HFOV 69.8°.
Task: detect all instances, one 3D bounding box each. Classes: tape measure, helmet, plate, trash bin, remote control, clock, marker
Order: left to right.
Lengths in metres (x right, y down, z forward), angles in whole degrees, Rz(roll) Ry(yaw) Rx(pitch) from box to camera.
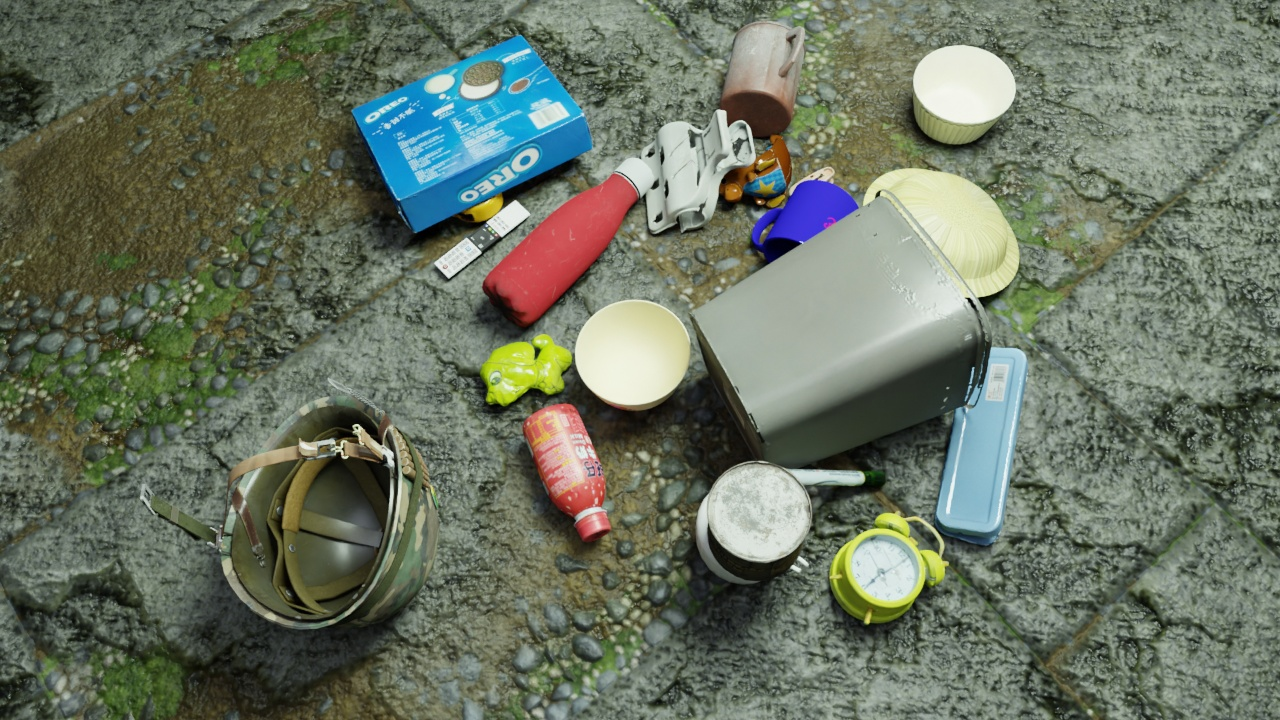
[{"bbox_3d":[-0.290,0.132,0.837,0.193,0.236,0.224,-25,69,8],"label":"helmet"},{"bbox_3d":[-0.192,-0.192,1.087,0.059,0.030,0.068,29,65,25],"label":"tape measure"},{"bbox_3d":[-0.185,-0.141,1.077,0.124,0.012,0.028,-41,69,-14],"label":"remote control"},{"bbox_3d":[0.179,0.115,0.897,0.146,0.017,0.017,5,62,-25],"label":"marker"},{"bbox_3d":[0.185,-0.011,0.898,0.220,0.197,0.197,-26,59,-1],"label":"trash bin"},{"bbox_3d":[0.235,0.195,0.872,0.119,0.057,0.083,-33,67,-18],"label":"clock"},{"bbox_3d":[0.338,-0.155,1.003,0.184,0.036,0.184,7,56,-10],"label":"plate"}]

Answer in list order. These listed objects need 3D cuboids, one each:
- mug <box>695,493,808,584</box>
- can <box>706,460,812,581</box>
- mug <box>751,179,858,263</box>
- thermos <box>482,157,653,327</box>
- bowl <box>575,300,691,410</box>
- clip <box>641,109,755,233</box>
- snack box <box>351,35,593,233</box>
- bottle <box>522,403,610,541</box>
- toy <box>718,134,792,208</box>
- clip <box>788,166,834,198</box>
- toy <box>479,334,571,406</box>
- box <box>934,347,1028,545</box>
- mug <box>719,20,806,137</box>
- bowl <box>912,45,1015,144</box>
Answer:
[{"bbox_3d":[0.109,0.170,0.884,0.115,0.068,0.094,30,71,16],"label":"mug"},{"bbox_3d":[0.104,0.144,0.817,0.090,0.075,0.089,-2,64,3],"label":"can"},{"bbox_3d":[0.177,-0.145,1.025,0.111,0.079,0.083,14,64,41],"label":"mug"},{"bbox_3d":[-0.073,-0.142,1.036,0.073,0.073,0.239,37,72,18],"label":"thermos"},{"bbox_3d":[-0.006,0.006,0.964,0.118,0.074,0.117,-2,65,3],"label":"bowl"},{"bbox_3d":[0.069,-0.223,1.061,0.151,0.089,0.125,-24,62,33],"label":"clip"},{"bbox_3d":[-0.204,-0.276,1.096,0.238,0.056,0.195,-27,54,-8],"label":"snack box"},{"bbox_3d":[-0.069,0.115,0.926,0.062,0.062,0.137,-22,67,-6],"label":"bottle"},{"bbox_3d":[0.132,-0.228,1.079,0.090,0.071,0.102,-8,49,18],"label":"toy"},{"bbox_3d":[0.202,-0.204,1.070,0.061,0.049,0.026,-14,63,-34],"label":"clip"},{"bbox_3d":[-0.126,0.011,0.992,0.093,0.036,0.094,16,65,4],"label":"toy"},{"bbox_3d":[0.348,0.086,0.936,0.067,0.052,0.209,5,62,30],"label":"box"},{"bbox_3d":[0.153,-0.339,1.087,0.096,0.123,0.110,16,69,-20],"label":"mug"},{"bbox_3d":[0.376,-0.307,1.087,0.115,0.062,0.115,-1,65,3],"label":"bowl"}]
